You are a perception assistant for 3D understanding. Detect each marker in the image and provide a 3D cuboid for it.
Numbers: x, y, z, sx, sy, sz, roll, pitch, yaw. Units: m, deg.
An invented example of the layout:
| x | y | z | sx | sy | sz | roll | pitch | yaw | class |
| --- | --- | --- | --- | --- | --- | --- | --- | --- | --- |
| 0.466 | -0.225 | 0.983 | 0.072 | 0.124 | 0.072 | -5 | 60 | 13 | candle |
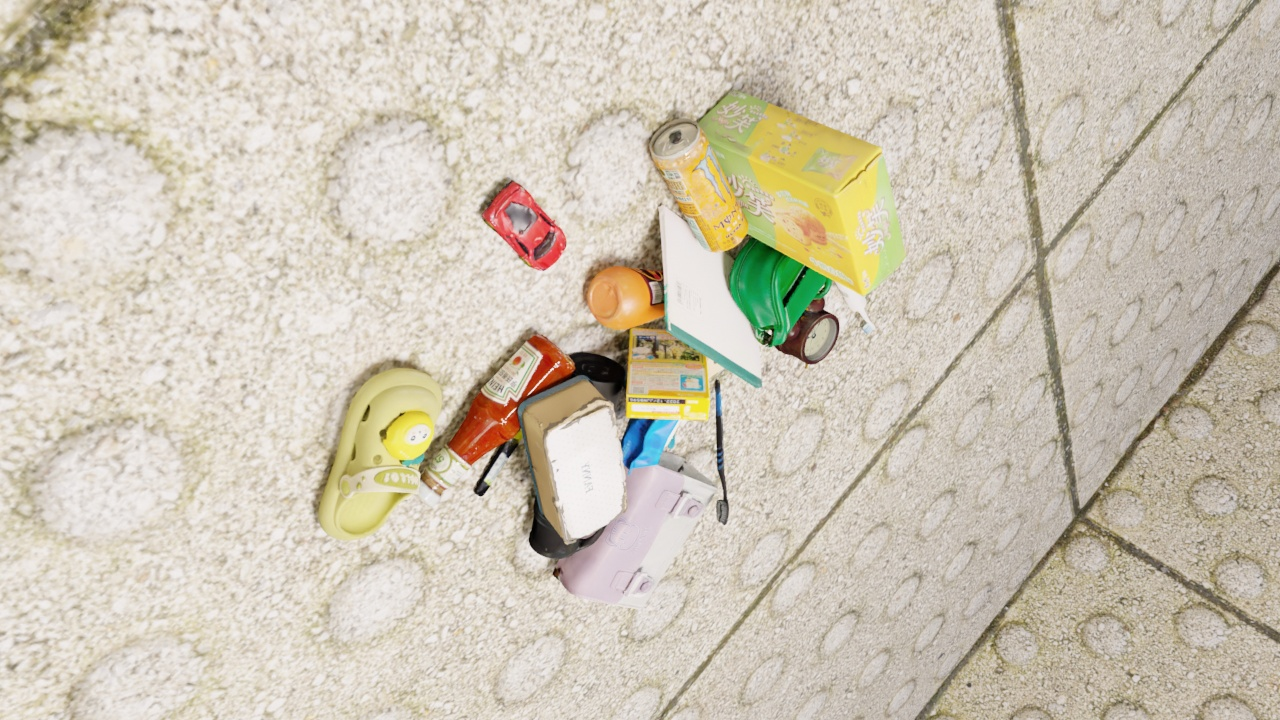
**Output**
| x | y | z | sx | sy | sz | roll | pitch | yaw | class |
| --- | --- | --- | --- | --- | --- | --- | --- | --- | --- |
| -0.147 | 0.097 | 1.001 | 0.018 | 0.015 | 0.124 | 21 | 105 | -49 | marker |

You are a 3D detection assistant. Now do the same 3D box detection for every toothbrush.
| x | y | z | sx | sy | sz | roll | pitch | yaw | class |
| --- | --- | --- | --- | --- | --- | --- | --- | --- | --- |
| 0.299 | -0.094 | 1.295 | 0.026 | 0.026 | 0.221 | -42 | 141 | 3 | toothbrush |
| 0.101 | 0.116 | 1.175 | 0.016 | 0.014 | 0.189 | 10 | 71 | -35 | toothbrush |

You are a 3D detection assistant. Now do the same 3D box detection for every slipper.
| x | y | z | sx | sy | sz | roll | pitch | yaw | class |
| --- | --- | --- | --- | --- | --- | --- | --- | --- | --- |
| -0.236 | 0.101 | 0.864 | 0.091 | 0.081 | 0.191 | 8 | 115 | -50 | slipper |

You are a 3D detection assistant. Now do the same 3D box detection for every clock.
| x | y | z | sx | sy | sz | roll | pitch | yaw | class |
| --- | --- | --- | --- | --- | --- | --- | --- | --- | --- |
| 0.219 | -0.045 | 1.227 | 0.082 | 0.055 | 0.122 | -45 | 139 | -10 | clock |

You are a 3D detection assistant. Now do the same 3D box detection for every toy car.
| x | y | z | sx | sy | sz | roll | pitch | yaw | class |
| --- | --- | --- | --- | --- | --- | --- | --- | --- | --- |
| -0.105 | -0.123 | 0.868 | 0.049 | 0.031 | 0.106 | -48 | 143 | -5 | toy car |

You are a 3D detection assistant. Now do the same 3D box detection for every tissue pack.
| x | y | z | sx | sy | sz | roll | pitch | yaw | class |
| --- | --- | --- | --- | --- | --- | --- | --- | --- | --- |
| 0.020 | 0.057 | 1.052 | 0.156 | 0.052 | 0.095 | -68 | -178 | -58 | tissue pack |

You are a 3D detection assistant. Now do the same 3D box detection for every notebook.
| x | y | z | sx | sy | sz | roll | pitch | yaw | class |
| --- | --- | --- | --- | --- | --- | --- | --- | --- | --- |
| 0.083 | -0.067 | 1.034 | 0.209 | 0.012 | 0.150 | 29 | 53 | -51 | notebook |

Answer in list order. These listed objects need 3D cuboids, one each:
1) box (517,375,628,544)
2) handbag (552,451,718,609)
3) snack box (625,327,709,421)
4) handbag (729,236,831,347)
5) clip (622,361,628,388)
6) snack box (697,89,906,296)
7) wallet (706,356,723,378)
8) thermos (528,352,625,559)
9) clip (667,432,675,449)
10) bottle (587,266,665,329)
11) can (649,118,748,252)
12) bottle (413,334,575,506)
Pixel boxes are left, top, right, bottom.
| x | y | z | sx | sy | sz | roll | pitch | yaw | class |
| --- | --- | --- | --- | --- | --- | --- | --- | --- | --- |
| -0.068 | 0.100 | 0.948 | 0.089 | 0.060 | 0.184 | -24 | 129 | -24 | box |
| -0.008 | 0.212 | 1.164 | 0.144 | 0.098 | 0.197 | 23 | 100 | -45 | handbag |
| 0.029 | 0.013 | 0.997 | 0.087 | 0.140 | 0.034 | 2 | 124 | 0 | snack box |
| 0.168 | -0.093 | 1.082 | 0.131 | 0.068 | 0.120 | -47 | 134 | -34 | handbag |
| -0.004 | 0.005 | 1.067 | 0.058 | 0.027 | 0.045 | -46 | 133 | -10 | clip |
| 0.164 | -0.175 | 0.955 | 0.070 | 0.210 | 0.158 | -45 | 139 | -10 | snack box |
| 0.088 | -0.015 | 1.145 | 0.115 | 0.024 | 0.087 | -24 | 134 | -33 | wallet |
| -0.066 | 0.113 | 1.044 | 0.090 | 0.068 | 0.243 | 5 | 118 | -18 | thermos |
| 0.034 | 0.084 | 1.165 | 0.013 | 0.039 | 0.056 | -18 | 123 | -39 | clip |
| 0.010 | -0.072 | 0.999 | 0.149 | 0.067 | 0.067 | -11 | 125 | -49 | bottle |
| 0.063 | -0.180 | 0.962 | 0.058 | 0.058 | 0.146 | -46 | 136 | -10 | can |
| -0.154 | 0.063 | 0.935 | 0.206 | 0.060 | 0.060 | -47 | 141 | -7 | bottle |
